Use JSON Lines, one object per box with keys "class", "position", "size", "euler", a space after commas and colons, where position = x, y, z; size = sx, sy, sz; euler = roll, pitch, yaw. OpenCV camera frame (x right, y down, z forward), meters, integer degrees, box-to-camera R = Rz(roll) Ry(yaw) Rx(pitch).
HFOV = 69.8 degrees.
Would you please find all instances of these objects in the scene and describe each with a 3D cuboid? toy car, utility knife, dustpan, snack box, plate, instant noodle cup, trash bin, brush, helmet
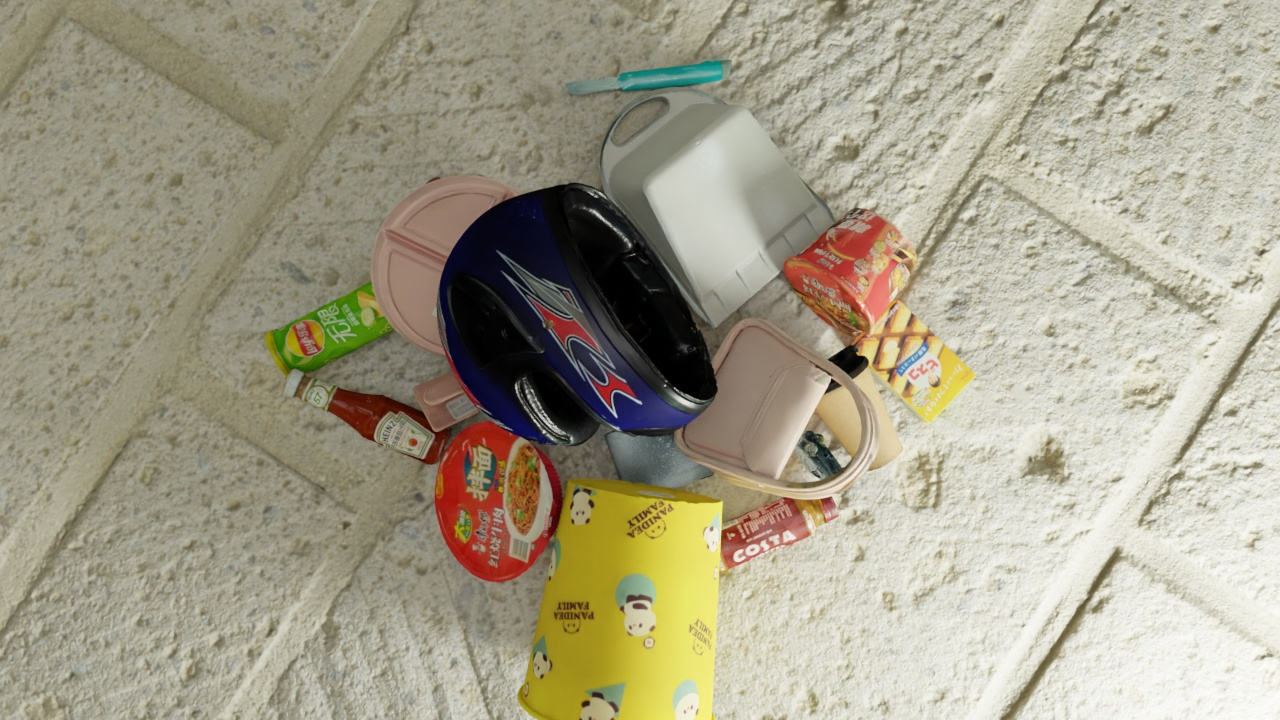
{"class": "toy car", "position": [0.230, 0.130, 1.159], "size": [0.034, 0.042, 0.090], "euler": [-41, 86, 26]}
{"class": "utility knife", "position": [0.011, -0.364, 1.184], "size": [0.218, 0.013, 0.029], "euler": [-7, 90, -2]}
{"class": "dustpan", "position": [0.077, -0.218, 1.168], "size": [0.222, 0.143, 0.258], "euler": [-40, 116, -9]}
{"class": "snack box", "position": [0.343, 0.002, 1.165], "size": [0.140, 0.034, 0.087], "euler": [45, 90, 0]}
{"class": "plate", "position": [-0.208, -0.107, 1.113], "size": [0.229, 0.028, 0.230], "euler": [-7, 111, -18]}
{"class": "instant noodle cup", "position": [-0.162, 0.169, 1.118], "size": [0.194, 0.065, 0.194], "euler": [-1, 88, 36]}
{"class": "trash bin", "position": [-0.011, 0.276, 1.065], "size": [0.229, 0.229, 0.255], "euler": [8, 87, 0]}
{"class": "brush", "position": [-0.200, 0.031, 1.128], "size": [0.145, 0.073, 0.063], "euler": [-24, 73, -22]}
{"class": "instant noodle cup", "position": [0.261, -0.113, 1.123], "size": [0.138, 0.138, 0.108], "euler": [43, 81, 1]}
{"class": "helmet", "position": [-0.089, -0.024, 1.012], "size": [0.241, 0.246, 0.315], "euler": [-37, 76, 26]}

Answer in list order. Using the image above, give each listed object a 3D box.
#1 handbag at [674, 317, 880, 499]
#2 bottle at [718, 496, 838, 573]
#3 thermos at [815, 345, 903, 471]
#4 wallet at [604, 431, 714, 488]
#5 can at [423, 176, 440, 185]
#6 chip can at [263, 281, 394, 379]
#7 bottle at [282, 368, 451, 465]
{"class": "handbag", "position": [0.171, 0.070, 1.074], "size": [0.234, 0.093, 0.193], "euler": [25, 87, 44]}
{"class": "bottle", "position": [0.160, 0.210, 1.148], "size": [0.175, 0.057, 0.057], "euler": [-22, 89, 0]}
{"class": "thermos", "position": [0.265, 0.062, 1.140], "size": [0.093, 0.093, 0.143], "euler": [-32, 96, -1]}
{"class": "wallet", "position": [0.025, 0.120, 1.172], "size": [0.121, 0.019, 0.097], "euler": [-19, 91, -1]}
{"class": "can", "position": [-0.222, -0.170, 1.161], "size": [0.133, 0.053, 0.053], "euler": [41, 89, 1]}
{"class": "chip can", "position": [-0.354, -0.053, 1.150], "size": [0.221, 0.072, 0.072], "euler": [-28, 89, 0]}
{"class": "bottle", "position": [-0.337, 0.066, 1.133], "size": [0.206, 0.060, 0.060], "euler": [25, 89, -12]}
